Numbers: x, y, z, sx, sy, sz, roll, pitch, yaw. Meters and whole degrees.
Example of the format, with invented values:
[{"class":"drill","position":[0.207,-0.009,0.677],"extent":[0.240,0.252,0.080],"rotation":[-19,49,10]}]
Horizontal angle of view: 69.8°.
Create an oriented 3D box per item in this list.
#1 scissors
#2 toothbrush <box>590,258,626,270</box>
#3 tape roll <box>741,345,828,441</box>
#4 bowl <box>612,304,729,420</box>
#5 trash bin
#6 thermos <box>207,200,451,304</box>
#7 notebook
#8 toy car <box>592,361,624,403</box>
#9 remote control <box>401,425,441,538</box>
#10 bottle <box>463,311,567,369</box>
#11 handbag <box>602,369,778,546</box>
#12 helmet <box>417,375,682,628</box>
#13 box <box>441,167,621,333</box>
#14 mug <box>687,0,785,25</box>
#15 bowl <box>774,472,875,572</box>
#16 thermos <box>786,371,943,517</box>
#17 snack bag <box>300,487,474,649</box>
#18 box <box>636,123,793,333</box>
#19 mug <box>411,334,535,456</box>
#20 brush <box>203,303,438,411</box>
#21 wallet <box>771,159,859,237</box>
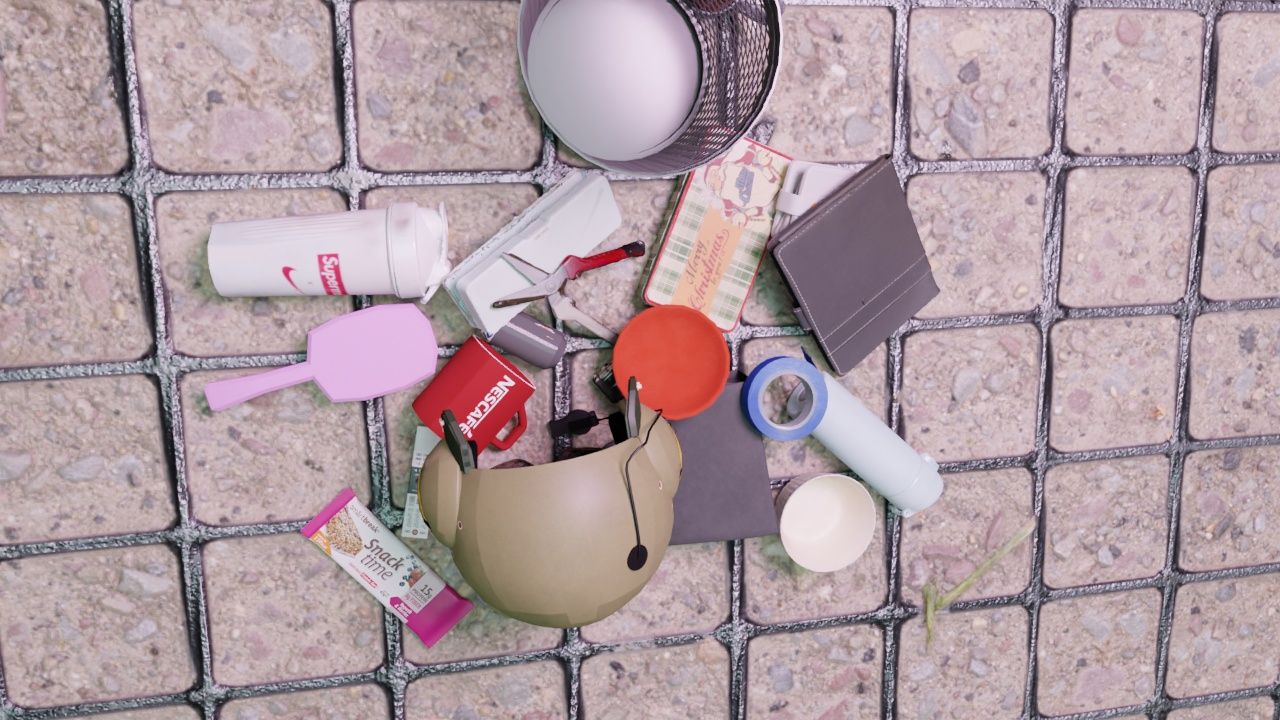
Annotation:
[{"class":"scissors","position":[-0.062,-0.070,0.951],"extent":[0.198,0.015,0.179],"rotation":[-39,131,-26]},{"class":"toothbrush","position":[-0.098,-0.092,0.982],"extent":[0.186,0.015,0.016],"rotation":[-14,107,-9]},{"class":"tape roll","position":[0.155,0.041,0.981],"extent":[0.093,0.016,0.091],"rotation":[-27,104,-13]},{"class":"bowl","position":[0.032,0.004,0.969],"extent":[0.122,0.035,0.122],"rotation":[0,81,2]},{"class":"trash bin","position":[-0.008,-0.282,0.852],"extent":[0.217,0.227,0.218],"rotation":[-2,102,-8]},{"class":"thermos","position":[-0.300,-0.103,0.904],"extent":[0.220,0.099,0.099],"rotation":[-4,100,-6]},{"class":"notebook","position":[0.238,-0.096,1.005],"extent":[0.169,0.029,0.209],"rotation":[-38,126,-3]},{"class":"toy car","position":[-0.006,0.006,1.005],"extent":[0.092,0.037,0.040],"rotation":[-40,105,-3]},{"class":"remote control","position":[-0.236,0.132,0.993],"extent":[0.028,0.012,0.124],"rotation":[8,98,-13]},{"class":"bottle","position":[-0.133,-0.030,0.969],"extent":[0.112,0.047,0.047],"rotation":[28,93,-15]},{"class":"handbag","position":[0.037,0.120,1.023],"extent":[0.195,0.072,0.176],"rotation":[-12,100,-4]},{"class":"helmet","position":[-0.082,0.139,0.890],"extent":[0.250,0.255,0.233],"rotation":[-10,99,-9]},{"class":"box","position":[-0.103,-0.110,0.931],"extent":[0.198,0.067,0.083],"rotation":[-45,110,-21]},{"class":"mug","position":[0.091,-0.383,0.921],"extent":[0.117,0.111,0.081],"rotation":[44,89,-15]},{"class":"bowl","position":[0.207,0.180,1.065],"extent":[0.115,0.062,0.115],"rotation":[-2,100,-11]},{"class":"thermos","position":[0.263,0.099,1.062],"extent":[0.207,0.065,0.078],"rotation":[39,81,-15]},{"class":"snack bag","position":[-0.274,0.228,1.000],"extent":[0.070,0.016,0.196],"rotation":[-42,105,-4]},{"class":"box","position":[0.083,-0.141,0.994],"extent":[0.117,0.050,0.205],"rotation":[21,96,-13]},{"class":"mug","position":[-0.163,0.045,0.962],"extent":[0.096,0.080,0.116],"rotation":[-49,127,0]},{"class":"brush","position":[-0.323,0.004,0.937],"extent":[0.228,0.043,0.089],"rotation":[-16,102,-8]},{"class":"wallet","position":[0.193,-0.153,0.998],"extent":[0.118,0.037,0.115],"rotation":[-2,113,-38]}]
